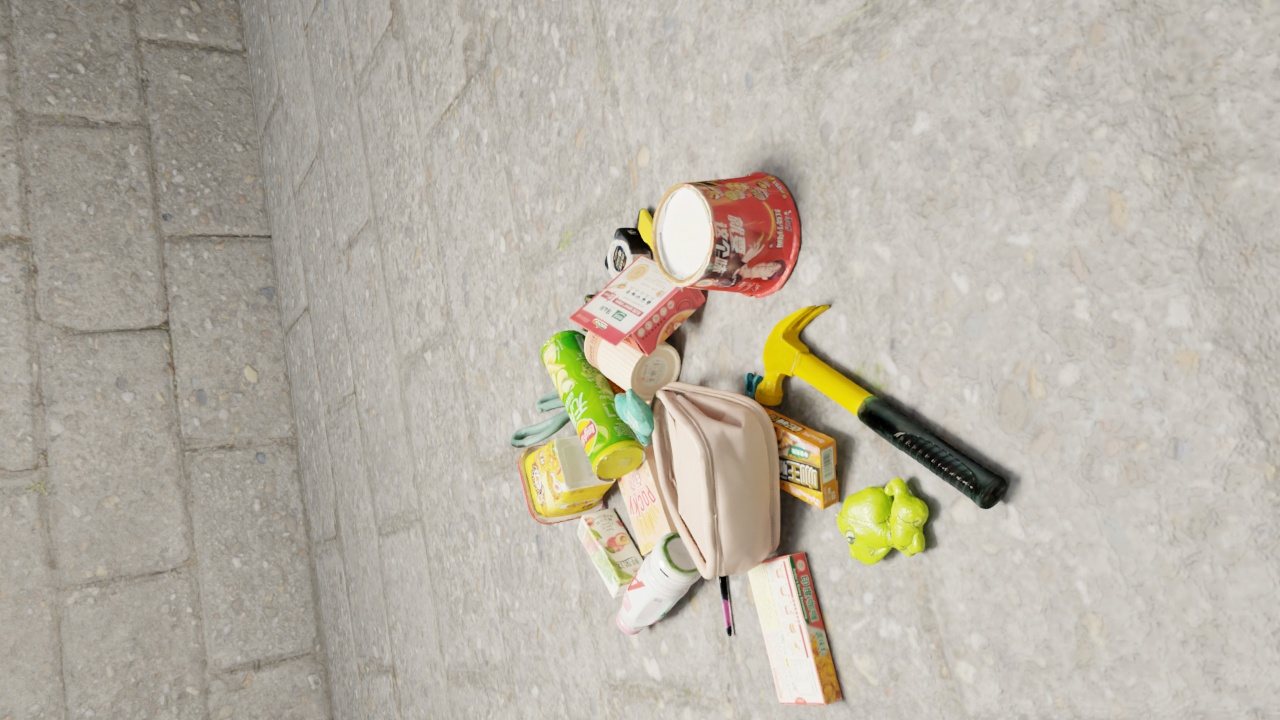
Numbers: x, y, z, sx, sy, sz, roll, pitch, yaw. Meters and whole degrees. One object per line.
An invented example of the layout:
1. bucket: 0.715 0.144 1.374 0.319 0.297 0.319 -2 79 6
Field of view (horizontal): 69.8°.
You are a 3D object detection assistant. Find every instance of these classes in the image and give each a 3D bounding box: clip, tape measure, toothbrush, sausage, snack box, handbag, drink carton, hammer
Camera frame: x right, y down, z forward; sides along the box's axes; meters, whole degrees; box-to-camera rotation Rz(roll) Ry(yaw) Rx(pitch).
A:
1. clip: 0.127 0.042 1.030 0.047 0.014 0.057 21 114 57
2. tape measure: -0.016 -0.133 1.204 0.066 0.033 0.066 61 141 35
3. toothbrush: 0.097 0.236 1.101 0.018 0.014 0.189 -11 85 47
4. sausage: -0.032 0.038 1.262 0.165 0.021 0.021 44 129 45
5. snack box: -0.005 -0.061 1.117 0.113 0.127 0.044 32 161 51
6. handbag: 0.063 0.113 1.041 0.234 0.093 0.193 -142 41 -59
7. drink carton: -0.039 0.268 1.272 0.122 0.053 0.046 55 140 37
8. snack box: 0.007 0.170 1.215 0.085 0.026 0.157 -45 57 49
9. snack box: 0.148 0.096 0.979 0.154 0.026 0.075 25 129 52
10. hammer: 0.219 0.046 0.877 0.301 0.032 0.129 41 128 47
11. snack box: 0.164 0.291 0.995 0.077 0.027 0.155 -30 69 54

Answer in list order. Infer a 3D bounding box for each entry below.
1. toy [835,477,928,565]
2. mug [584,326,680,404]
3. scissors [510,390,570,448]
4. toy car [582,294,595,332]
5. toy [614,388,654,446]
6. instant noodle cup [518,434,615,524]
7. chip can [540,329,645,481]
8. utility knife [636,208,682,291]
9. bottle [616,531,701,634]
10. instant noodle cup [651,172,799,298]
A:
1. toy: 0.230 0.153 0.876 0.100 0.031 0.097 17 108 50
2. mug: -0.007 0.007 1.178 0.106 0.081 0.115 36 150 47
3. scissors: -0.118 0.082 1.312 0.177 0.170 0.019 -3 124 50
4. toy car: -0.052 -0.053 1.268 0.120 0.036 0.054 -138 51 -58
5. toy: -0.005 0.067 1.110 0.096 0.030 0.092 63 167 -18
6. instant noodle cup: -0.097 0.157 1.280 0.124 0.115 0.116 -44 57 57
7. chip can: -0.068 0.054 1.227 0.221 0.072 0.073 62 140 35
8. utility knife: 0.025 -0.135 1.107 0.216 0.015 0.033 -114 25 -57
9. bottle: 0.018 0.295 1.182 0.068 0.068 0.197 63 143 30
10. instant noodle cup: 0.086 -0.133 0.984 0.138 0.108 0.138 11 104 55
